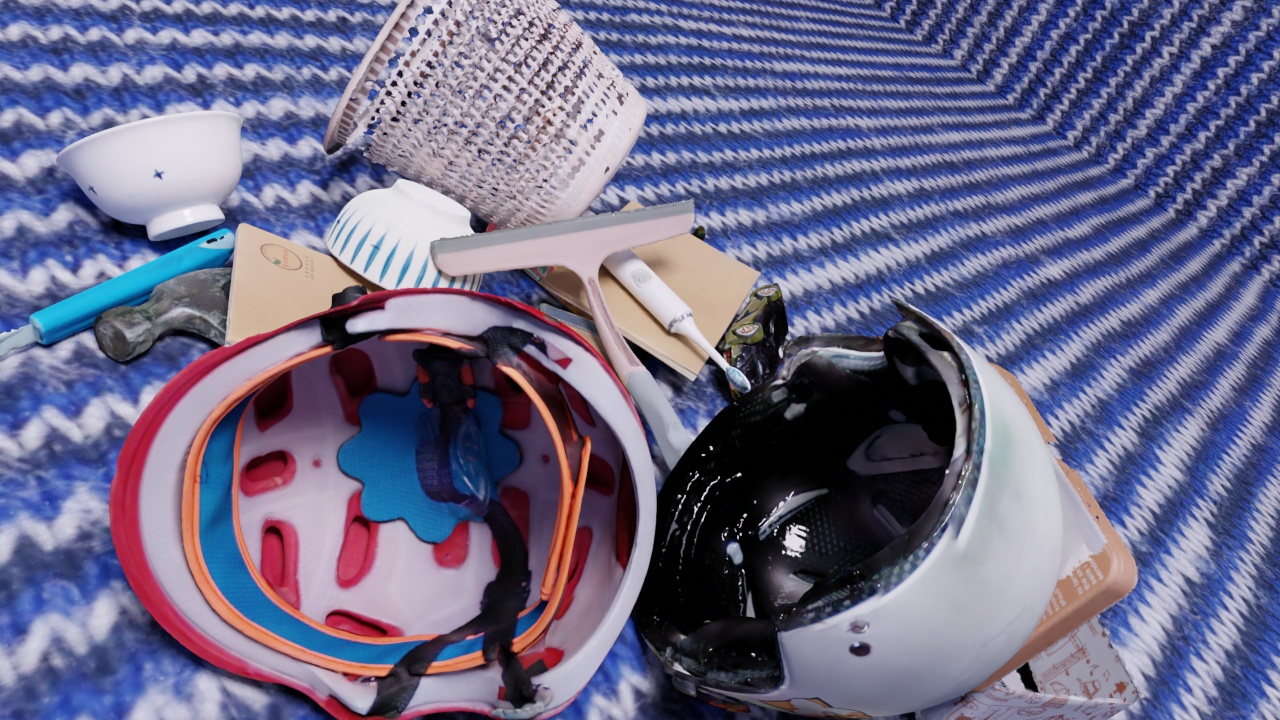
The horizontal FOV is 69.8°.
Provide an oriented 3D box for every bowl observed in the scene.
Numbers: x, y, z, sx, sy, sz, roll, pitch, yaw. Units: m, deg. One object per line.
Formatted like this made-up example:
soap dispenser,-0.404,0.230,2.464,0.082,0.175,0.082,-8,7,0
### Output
bowl,-0.166,-0.092,0.683,0.116,0.066,0.116,28,12,-7
bowl,-0.320,-0.119,0.623,0.118,0.119,0.065,-27,102,-51

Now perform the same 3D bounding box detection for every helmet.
helmet,0.124,0.103,0.523,0.157,0.275,0.229,33,60,-13
helmet,-0.112,0.061,0.462,0.240,0.207,0.143,1,11,2

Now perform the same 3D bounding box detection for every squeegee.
squeegee,-0.004,0.004,0.686,0.247,0.040,0.249,-15,70,-37

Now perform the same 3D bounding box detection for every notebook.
notebook,-0.169,-0.018,0.617,0.207,0.008,0.147,22,25,-32
notebook,0.018,-0.073,0.826,0.149,0.012,0.210,32,35,4

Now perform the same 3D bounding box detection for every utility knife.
utility knife,-0.327,-0.034,0.552,0.018,0.034,0.203,44,36,-1

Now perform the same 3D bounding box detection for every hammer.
hammer,-0.166,0.043,0.573,0.323,0.032,0.125,34,35,6

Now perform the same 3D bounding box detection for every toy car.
toy car,0.107,-0.017,0.827,0.042,0.070,0.157,-5,24,25

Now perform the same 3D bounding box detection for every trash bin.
trash bin,-0.111,-0.205,0.743,0.192,0.228,0.226,35,32,-16

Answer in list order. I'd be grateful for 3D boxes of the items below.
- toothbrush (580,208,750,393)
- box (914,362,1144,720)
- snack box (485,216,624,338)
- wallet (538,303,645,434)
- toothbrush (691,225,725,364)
toothbrush,0.015,-0.051,0.762,0.221,0.027,0.026,47,2,23
box,0.248,0.127,0.605,0.156,0.194,0.182,13,40,-22
snack box,-0.057,-0.081,0.815,0.156,0.027,0.076,40,35,14
wallet,-0.049,0.012,0.695,0.090,0.033,0.115,15,39,-37
toothbrush,0.063,-0.072,0.893,0.026,0.027,0.212,16,37,-13
